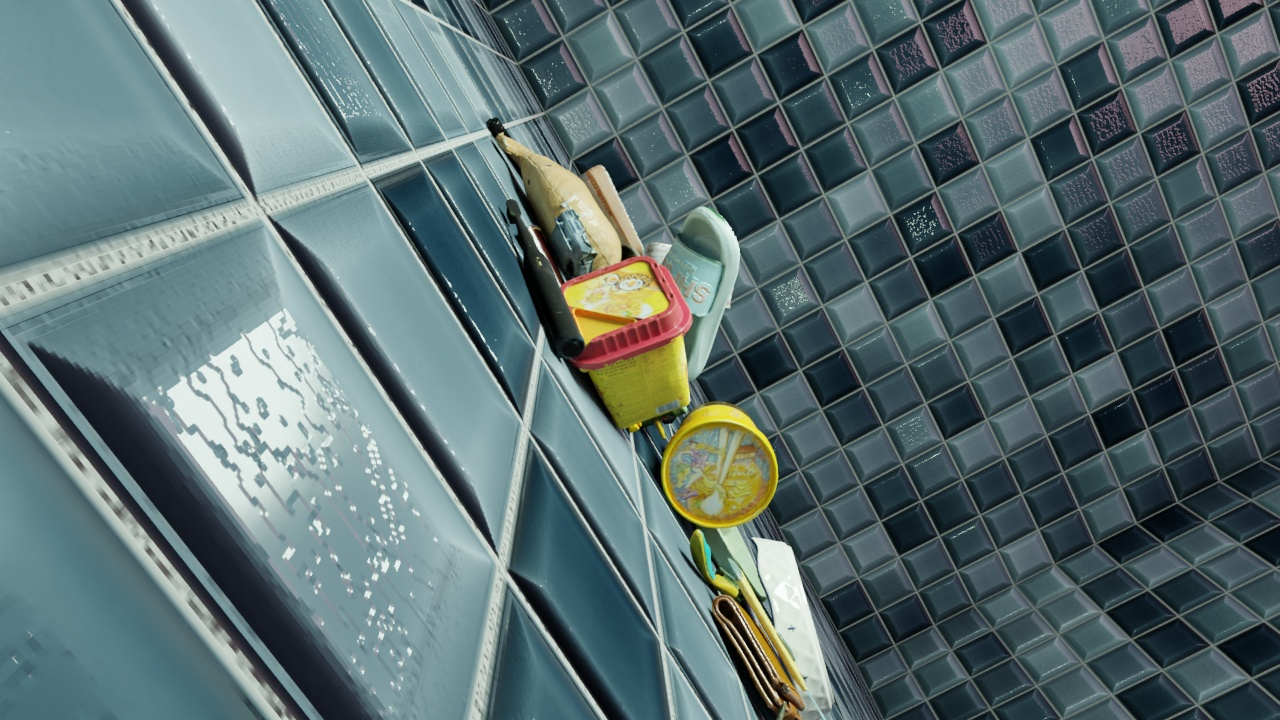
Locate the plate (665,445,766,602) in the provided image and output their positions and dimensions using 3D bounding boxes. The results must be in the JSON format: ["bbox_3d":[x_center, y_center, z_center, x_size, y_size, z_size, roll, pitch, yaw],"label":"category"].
[{"bbox_3d":[0.089,0.195,1.127,0.230,0.027,0.230,60,6,-11],"label":"plate"}]

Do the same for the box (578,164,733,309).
[{"bbox_3d":[-0.004,-0.149,1.279,0.271,0.132,0.179,36,-10,-17],"label":"box"}]

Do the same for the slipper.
[{"bbox_3d":[0.054,-0.079,1.148,0.104,0.074,0.246,51,-41,45],"label":"slipper"}]

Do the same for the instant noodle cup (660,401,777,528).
[{"bbox_3d":[0.082,0.103,0.980,0.118,0.118,0.114,60,10,-10],"label":"instant noodle cup"}]

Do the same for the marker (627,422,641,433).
[{"bbox_3d":[-0.027,0.015,0.942,0.018,0.015,0.123,68,0,-76],"label":"marker"}]

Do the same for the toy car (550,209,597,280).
[{"bbox_3d":[-0.072,-0.113,0.962,0.054,0.036,0.121,63,-11,14],"label":"toy car"}]

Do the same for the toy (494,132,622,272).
[{"bbox_3d":[-0.096,-0.188,1.121,0.226,0.082,0.143,59,-11,-14],"label":"toy"}]

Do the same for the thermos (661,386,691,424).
[{"bbox_3d":[0.015,0.000,1.336,0.242,0.068,0.090,-109,-159,-56],"label":"thermos"}]

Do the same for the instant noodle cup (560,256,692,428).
[{"bbox_3d":[-0.009,-0.012,0.851,0.116,0.116,0.124,-114,-175,-48],"label":"instant noodle cup"}]

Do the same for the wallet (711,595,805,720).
[{"bbox_3d":[0.116,0.282,0.842,0.119,0.035,0.131,62,3,34],"label":"wallet"}]

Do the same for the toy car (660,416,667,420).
[{"bbox_3d":[0.007,0.031,1.154,0.049,0.031,0.106,47,-14,46],"label":"toy car"}]

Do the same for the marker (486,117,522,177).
[{"bbox_3d":[-0.163,-0.266,1.205,0.022,0.020,0.132,28,-17,37],"label":"marker"}]

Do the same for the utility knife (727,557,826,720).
[{"bbox_3d":[0.135,0.279,0.882,0.031,0.021,0.208,-91,156,-79],"label":"utility knife"}]

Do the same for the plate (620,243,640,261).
[{"bbox_3d":[0.009,-0.061,1.155,0.179,0.024,0.179,164,-90,-77],"label":"plate"}]

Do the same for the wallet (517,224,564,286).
[{"bbox_3d":[-0.085,-0.079,0.937,0.122,0.020,0.096,63,4,-5],"label":"wallet"}]

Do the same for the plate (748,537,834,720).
[{"bbox_3d":[0.167,0.292,1.005,0.204,0.045,0.205,-13,89,-85],"label":"plate"}]

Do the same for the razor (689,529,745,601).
[{"bbox_3d":[0.069,0.198,0.886,0.043,0.028,0.132,36,-16,37],"label":"razor"}]

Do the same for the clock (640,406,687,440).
[{"bbox_3d":[-0.006,0.006,1.041,0.161,0.056,0.116,60,4,-11],"label":"clock"}]

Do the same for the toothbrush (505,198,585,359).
[{"bbox_3d":[-0.093,-0.081,0.826,0.212,0.026,0.027,-116,-151,-41],"label":"toothbrush"}]
